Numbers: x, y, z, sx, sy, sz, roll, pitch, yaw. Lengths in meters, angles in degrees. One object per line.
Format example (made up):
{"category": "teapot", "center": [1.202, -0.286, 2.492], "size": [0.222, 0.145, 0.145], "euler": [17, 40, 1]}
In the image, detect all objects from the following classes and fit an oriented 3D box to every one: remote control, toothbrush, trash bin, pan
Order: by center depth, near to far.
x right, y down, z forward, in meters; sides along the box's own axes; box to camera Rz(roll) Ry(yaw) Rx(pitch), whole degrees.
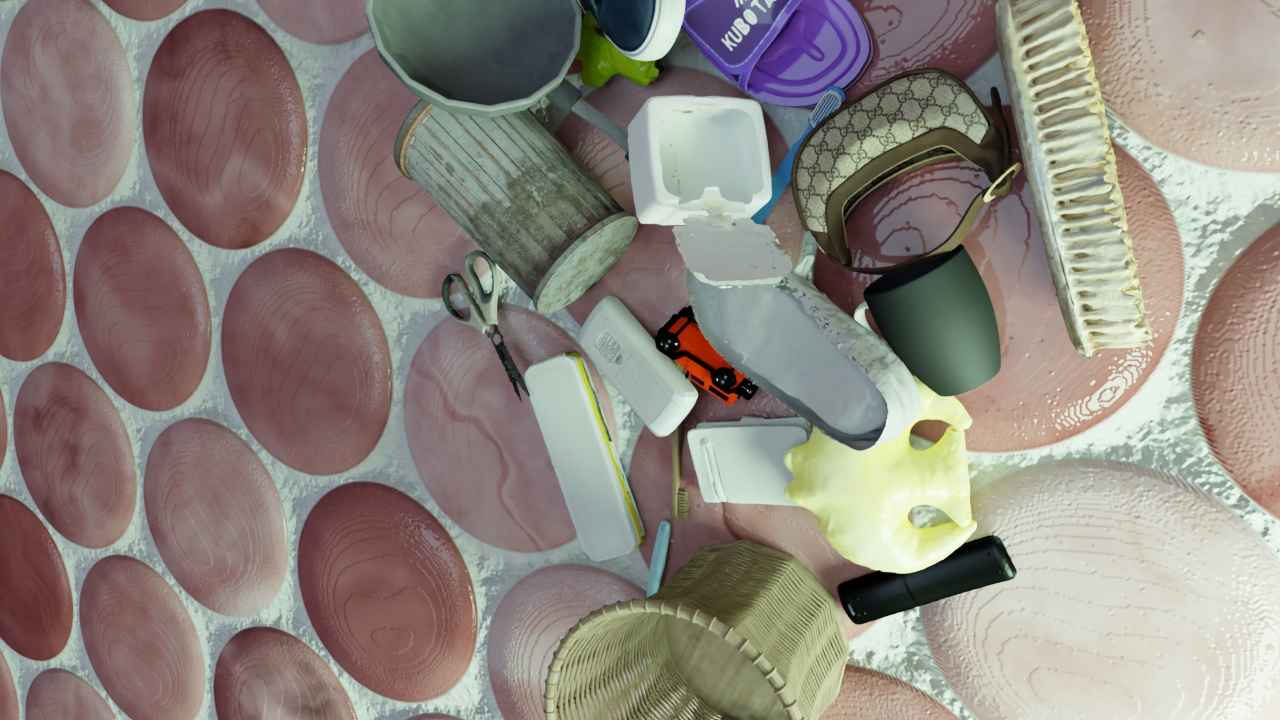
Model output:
{"category": "toothbrush", "center": [0.119, -0.154, 0.770], "size": [0.016, 0.014, 0.167], "euler": [32, 122, 1]}
{"category": "pan", "center": [-0.071, -0.230, 0.784], "size": [0.357, 0.041, 0.178], "euler": [38, 71, -4]}
{"category": "remote control", "center": [0.241, 0.190, 0.785], "size": [0.152, 0.020, 0.041], "euler": [-27, 88, 27]}
{"category": "trash bin", "center": [-0.118, -0.160, 0.837], "size": [0.211, 0.130, 0.131], "euler": [47, 116, 10]}
{"category": "remote control", "center": [-0.005, 0.005, 0.857], "size": [0.138, 0.025, 0.060], "euler": [50, 126, 20]}
{"category": "toothbrush", "center": [0.036, 0.072, 0.868], "size": [0.016, 0.016, 0.167], "euler": [4, 102, 26]}
{"category": "toothbrush", "center": [0.013, 0.230, 0.911], "size": [0.022, 0.016, 0.155], "euler": [19, 107, 33]}

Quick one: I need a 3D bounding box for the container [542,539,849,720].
{"category": "container", "center": [0.063, 0.278, 0.792], "size": [0.227, 0.195, 0.227], "euler": [5, 102, 26]}

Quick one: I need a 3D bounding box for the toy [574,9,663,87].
{"category": "toy", "center": [-0.019, -0.279, 0.817], "size": [0.094, 0.036, 0.094], "euler": [-31, 81, 34]}

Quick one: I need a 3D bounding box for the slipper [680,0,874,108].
{"category": "slipper", "center": [0.063, -0.308, 0.742], "size": [0.266, 0.083, 0.107], "euler": [48, 116, 11]}

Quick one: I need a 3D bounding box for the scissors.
{"category": "scissors", "center": [-0.145, -0.039, 0.922], "size": [0.170, 0.012, 0.132], "euler": [33, 109, 31]}

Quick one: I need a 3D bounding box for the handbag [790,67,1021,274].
{"category": "handbag", "center": [0.202, -0.139, 0.700], "size": [0.167, 0.063, 0.138], "euler": [-27, 70, 28]}

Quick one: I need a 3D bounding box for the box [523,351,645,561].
{"category": "box", "center": [-0.056, 0.095, 0.912], "size": [0.064, 0.033, 0.209], "euler": [-19, 92, 26]}

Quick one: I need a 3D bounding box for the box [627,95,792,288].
{"category": "box", "center": [0.055, -0.128, 0.741], "size": [0.083, 0.110, 0.190], "euler": [116, 146, -62]}

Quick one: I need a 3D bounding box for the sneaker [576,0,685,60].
{"category": "sneaker", "center": [-0.065, -0.366, 0.736], "size": [0.294, 0.127, 0.121], "euler": [63, 143, 16]}

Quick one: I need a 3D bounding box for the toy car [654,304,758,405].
{"category": "toy car", "center": [0.062, -0.002, 0.818], "size": [0.100, 0.051, 0.049], "euler": [33, 145, 15]}

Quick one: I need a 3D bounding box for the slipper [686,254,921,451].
{"category": "slipper", "center": [0.126, -0.025, 0.749], "size": [0.247, 0.074, 0.112], "euler": [45, 114, 32]}

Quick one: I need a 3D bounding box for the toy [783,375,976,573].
{"category": "toy", "center": [0.197, 0.092, 0.764], "size": [0.155, 0.064, 0.170], "euler": [-2, 94, 12]}

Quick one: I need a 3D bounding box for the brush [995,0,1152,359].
{"category": "brush", "center": [0.307, -0.136, 0.653], "size": [0.057, 0.083, 0.271], "euler": [-13, 93, 29]}

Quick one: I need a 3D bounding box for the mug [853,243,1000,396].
{"category": "mug", "center": [0.224, -0.024, 0.727], "size": [0.119, 0.084, 0.100], "euler": [-18, 104, 57]}

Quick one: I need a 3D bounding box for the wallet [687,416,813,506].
{"category": "wallet", "center": [0.104, 0.091, 0.832], "size": [0.116, 0.032, 0.086], "euler": [0, 111, 24]}
